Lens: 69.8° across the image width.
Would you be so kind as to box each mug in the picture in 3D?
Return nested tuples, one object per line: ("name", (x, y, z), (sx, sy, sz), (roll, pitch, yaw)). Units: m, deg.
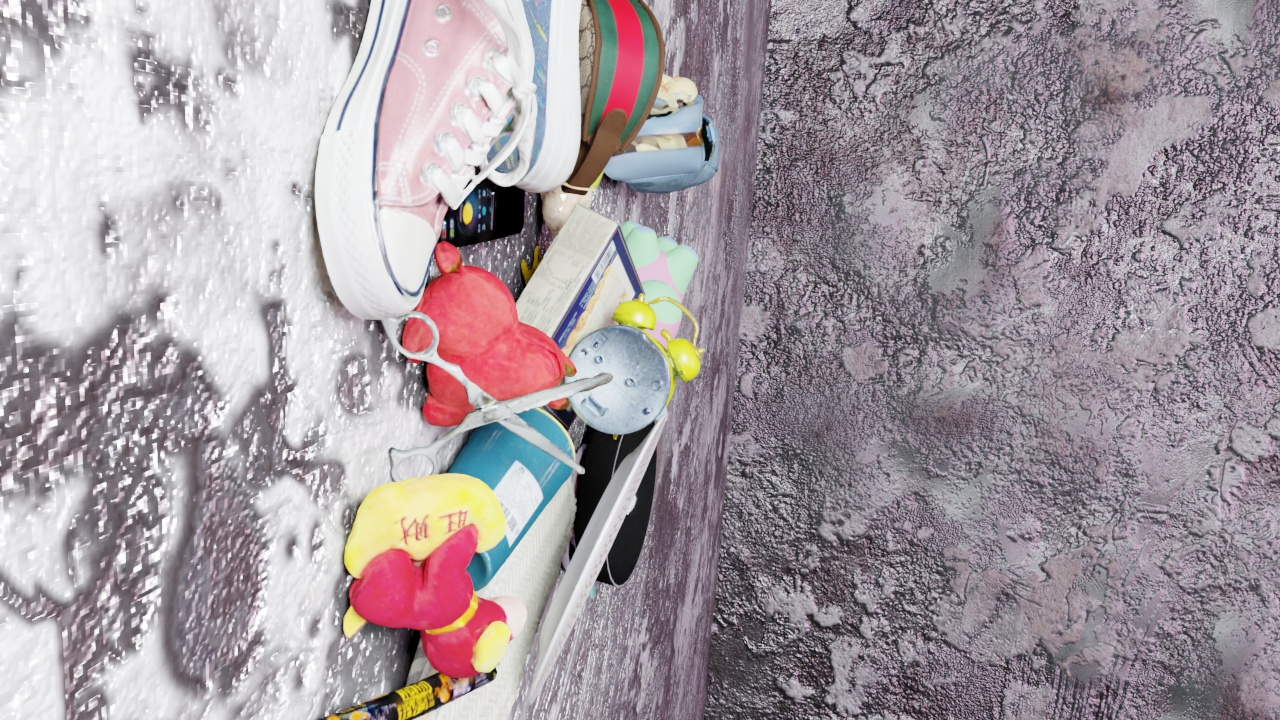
("mug", (-0.100, 0.093, 0.616), (0.121, 0.078, 0.078), (-60, 155, -54))

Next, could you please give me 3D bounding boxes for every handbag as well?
("handbag", (-0.042, -0.190, 0.642), (0.139, 0.063, 0.166), (-65, -145, 35))
("handbag", (0.023, -0.234, 0.942), (0.191, 0.122, 0.118), (-32, 117, -76))

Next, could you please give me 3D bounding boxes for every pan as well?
("pan", (-0.044, 0.169, 0.945), (0.354, 0.044, 0.204), (-50, 144, -65))

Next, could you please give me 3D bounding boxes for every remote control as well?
("remote control", (-0.108, -0.098, 0.601), (0.151, 0.020, 0.041), (-43, 139, -72))

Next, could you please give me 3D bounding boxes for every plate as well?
("plate", (-0.038, 0.150, 0.719), (0.242, 0.016, 0.242), (27, 87, -85))

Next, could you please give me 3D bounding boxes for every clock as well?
("clock", (-0.004, 0.004, 0.708), (0.119, 0.083, 0.057), (-49, 171, 9))

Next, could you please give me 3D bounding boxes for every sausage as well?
("sausage", (-0.132, 0.197, 0.531), (0.155, 0.020, 0.020), (0, 97, -58))

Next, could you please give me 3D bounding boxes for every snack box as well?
("snack box", (-0.056, -0.029, 0.736), (0.144, 0.042, 0.145), (-61, 164, -12))

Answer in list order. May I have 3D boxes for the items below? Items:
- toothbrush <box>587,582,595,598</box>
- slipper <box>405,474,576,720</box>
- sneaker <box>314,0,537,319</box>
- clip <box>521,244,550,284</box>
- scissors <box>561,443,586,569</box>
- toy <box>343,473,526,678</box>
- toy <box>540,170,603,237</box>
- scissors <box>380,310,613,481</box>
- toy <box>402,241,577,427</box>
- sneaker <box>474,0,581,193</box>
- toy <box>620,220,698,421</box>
("toothbrush", (-0.061, 0.212, 1.035), (0.022, 0.017, 0.135), (-59, 151, -64))
("slipper", (-0.109, 0.181, 0.665), (0.115, 0.054, 0.271), (80, 24, -44))
("sneaker", (-0.095, -0.135, 0.465), (0.118, 0.088, 0.240), (50, 47, -75))
("clip", (-0.077, -0.072, 0.753), (0.048, 0.045, 0.054), (-50, 152, -24))
("scissors", (-0.074, 0.165, 0.939), (0.170, 0.014, 0.169), (-65, 158, -60))
("toy", (-0.118, 0.127, 0.520), (0.067, 0.105, 0.137), (38, -31, 56))
("toy", (-0.058, -0.156, 0.766), (0.092, 0.043, 0.117), (70, 31, -71))
("scissors", (-0.096, 0.020, 0.531), (0.175, 0.141, 0.014), (53, 5, -28))
("toy", (-0.088, -0.022, 0.558), (0.133, 0.094, 0.087), (83, 17, -44))
("sneaker", (-0.083, -0.225, 0.563), (0.079, 0.088, 0.235), (-1, 95, -44))
("toy", (-0.012, -0.046, 0.913), (0.171, 0.120, 0.222), (-65, -164, 8))
